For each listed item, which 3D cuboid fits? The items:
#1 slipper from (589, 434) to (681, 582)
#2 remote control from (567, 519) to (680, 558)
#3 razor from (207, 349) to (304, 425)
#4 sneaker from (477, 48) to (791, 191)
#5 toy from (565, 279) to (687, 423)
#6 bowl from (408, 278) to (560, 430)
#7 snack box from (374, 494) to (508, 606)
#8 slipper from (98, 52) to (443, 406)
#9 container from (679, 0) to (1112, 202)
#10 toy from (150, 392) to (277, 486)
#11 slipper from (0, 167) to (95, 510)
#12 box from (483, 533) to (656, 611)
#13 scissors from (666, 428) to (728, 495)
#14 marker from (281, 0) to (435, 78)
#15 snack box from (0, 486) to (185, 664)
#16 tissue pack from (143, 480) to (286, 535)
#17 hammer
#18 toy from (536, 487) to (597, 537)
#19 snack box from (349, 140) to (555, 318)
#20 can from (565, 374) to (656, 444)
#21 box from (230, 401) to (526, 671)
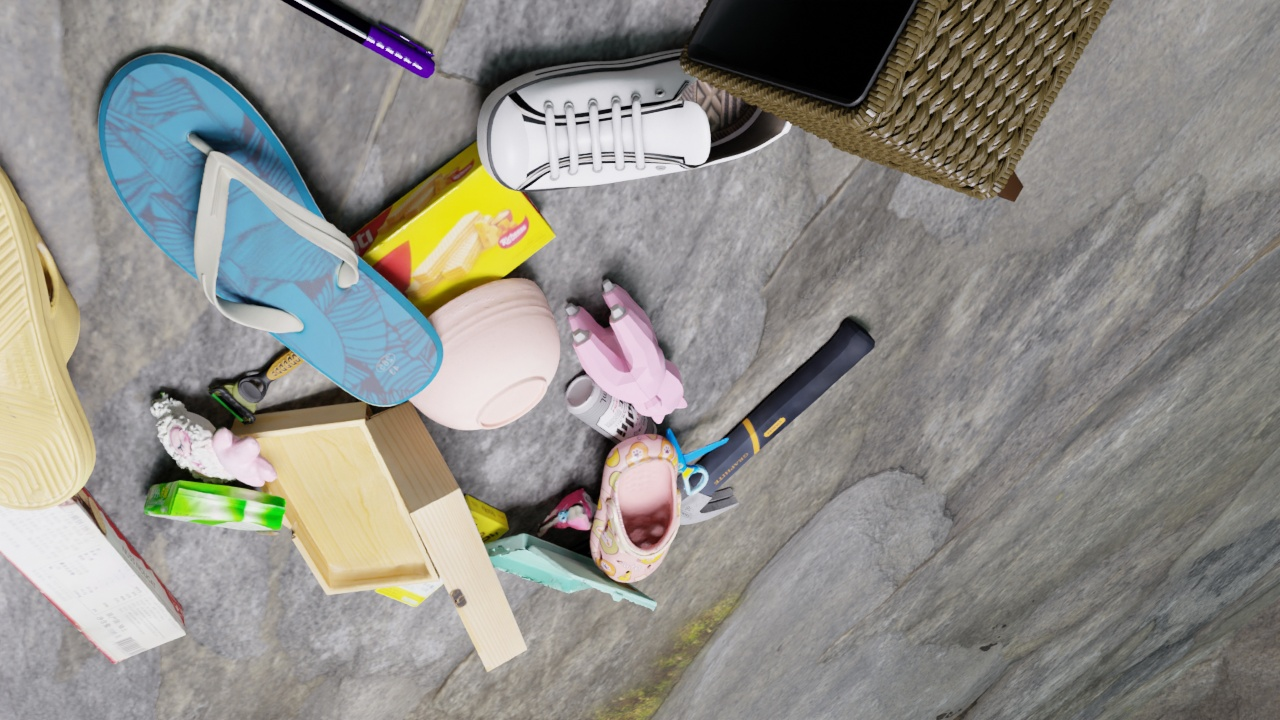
[{"bbox_3d":[0.005,0.166,0.941,0.093,0.081,0.198,-7,128,-19],"label":"slipper"},{"bbox_3d":[-0.022,0.199,1.050,0.141,0.021,0.045,-30,143,26],"label":"remote control"},{"bbox_3d":[-0.294,0.000,0.772,0.144,0.021,0.044,-34,118,8],"label":"razor"},{"bbox_3d":[0.007,-0.171,0.678,0.245,0.097,0.091,-13,121,-19],"label":"sneaker"},{"bbox_3d":[-0.005,0.005,0.847,0.067,0.123,0.157,-32,119,6],"label":"toy"},{"bbox_3d":[-0.126,0.009,0.776,0.153,0.076,0.153,-32,160,-13],"label":"bowl"},{"bbox_3d":[-0.216,0.207,0.991,0.149,0.025,0.061,-40,133,13],"label":"snack box"},{"bbox_3d":[-0.256,-0.071,0.639,0.118,0.060,0.295,-36,115,10],"label":"slipper"},{"bbox_3d":[0.214,-0.275,0.594,0.204,0.176,0.321,20,102,-42],"label":"container"},{"bbox_3d":[-0.357,0.076,0.766,0.109,0.041,0.096,11,139,19],"label":"toy"},{"bbox_3d":[-0.450,-0.022,0.639,0.099,0.078,0.264,-10,113,-13],"label":"slipper"},{"bbox_3d":[-0.076,0.233,1.012,0.138,0.055,0.187,-2,157,29],"label":"box"},{"bbox_3d":[0.039,0.112,0.976,0.125,0.013,0.127,-25,142,-5],"label":"scissors"},{"bbox_3d":[-0.197,-0.227,0.614,0.133,0.015,0.018,22,90,-37],"label":"marker"},{"bbox_3d":[-0.505,0.177,0.824,0.076,0.044,0.273,-21,136,-13],"label":"snack box"},{"bbox_3d":[-0.373,0.130,0.807,0.099,0.034,0.114,20,159,-36],"label":"tissue pack"},{"bbox_3d":[0.131,0.072,1.021,0.139,0.035,0.313,28,114,-41],"label":"hammer"},{"bbox_3d":[-0.069,0.167,1.012,0.066,0.050,0.102,-18,162,20],"label":"toy"},{"bbox_3d":[-0.175,-0.077,0.728,0.200,0.042,0.092,-37,134,1],"label":"snack box"},{"bbox_3d":[-0.029,0.055,0.924,0.044,0.044,0.106,-39,134,13],"label":"can"},{"bbox_3d":[-0.226,0.152,0.851,0.253,0.118,0.248,11,136,21],"label":"box"}]
